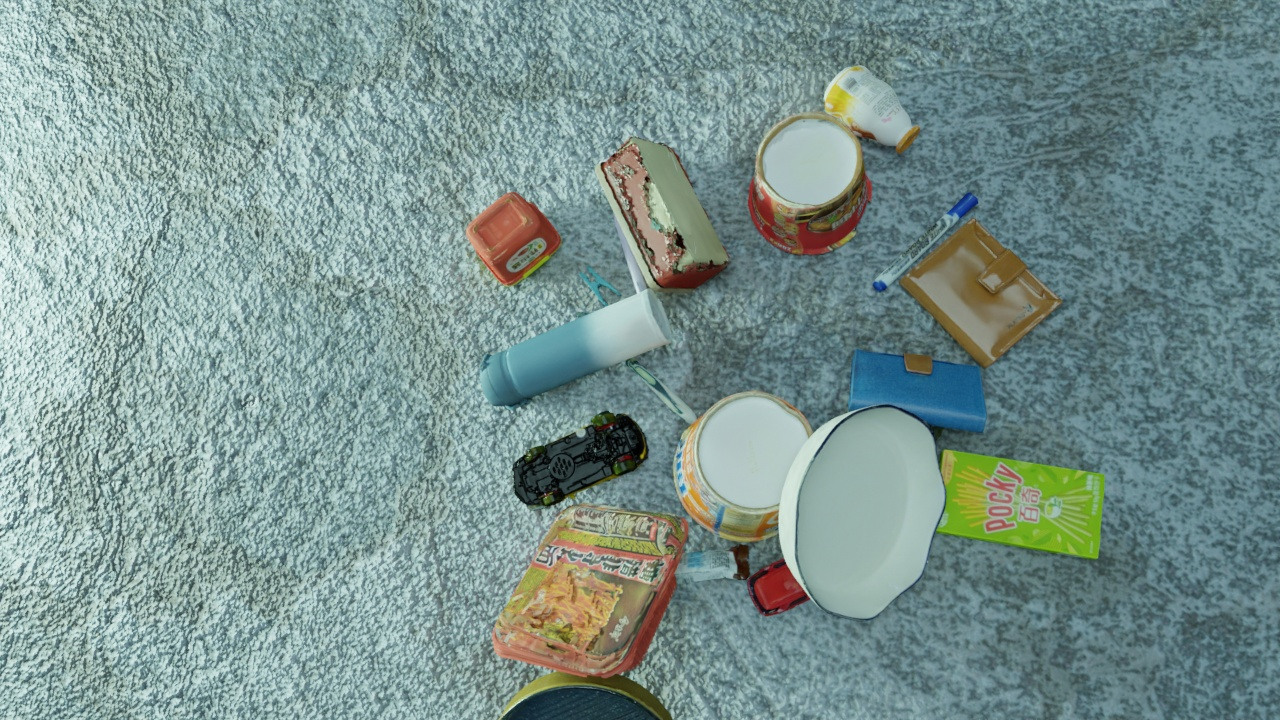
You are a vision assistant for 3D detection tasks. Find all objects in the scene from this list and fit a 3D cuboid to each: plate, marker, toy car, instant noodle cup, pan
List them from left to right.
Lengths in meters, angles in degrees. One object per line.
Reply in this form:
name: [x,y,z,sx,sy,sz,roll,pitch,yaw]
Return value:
pan: [-0.123,0.439,0.906,0.358,0.078,0.198,-29,100,11]
toy car: [-0.068,0.110,1.011,0.156,0.041,0.071,-25,75,3]
instant noodle cup: [-0.042,0.238,0.924,0.165,0.079,0.188,2,45,34]
instant noodle cup: [0.110,0.103,0.930,0.151,0.111,0.151,0,73,0]
toy car: [0.169,0.221,0.942,0.120,0.045,0.053,-27,76,2]
instant noodle cup: [0.180,-0.196,0.993,0.138,0.108,0.137,-2,78,11]
plate: [0.210,0.142,0.878,0.046,0.204,0.204,10,77,55]
marker: [0.310,-0.129,1.002,0.146,0.017,0.017,-43,74,0]

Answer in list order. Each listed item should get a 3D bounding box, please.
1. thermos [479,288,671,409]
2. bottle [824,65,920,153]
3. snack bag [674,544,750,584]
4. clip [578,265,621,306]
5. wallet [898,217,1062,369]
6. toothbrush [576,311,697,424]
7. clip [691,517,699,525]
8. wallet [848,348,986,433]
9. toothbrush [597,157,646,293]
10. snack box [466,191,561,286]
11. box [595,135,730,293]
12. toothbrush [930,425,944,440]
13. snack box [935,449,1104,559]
thermos: [-0.075,-0.009,1.015,0.221,0.070,0.070,-22,75,15]
bottle: [0.258,-0.276,1.018,0.063,0.063,0.108,-45,74,-1]
snack bag: [0.064,0.217,0.969,0.105,0.026,0.045,-10,38,10]
clip: [-0.049,-0.086,1.063,0.041,0.014,0.056,-45,74,-1]
wallet: [0.360,-0.072,0.974,0.108,0.031,0.132,-41,75,2]
toothbrush: [-0.006,0.006,1.033,0.191,0.018,0.016,43,89,17]
clip: [0.077,0.154,0.989,0.024,0.028,0.056,41,79,13]
wallet: [0.282,0.029,0.938,0.133,0.106,0.040,9,121,11]
toothbrush: [-0.017,-0.147,1.068,0.029,0.021,0.189,-28,72,44]
snack box: [-0.151,-0.144,1.060,0.091,0.080,0.082,-40,74,1]
box: [0.029,-0.165,1.013,0.079,0.091,0.168,-36,71,33]
toothbrush: [0.274,0.143,0.954,0.012,0.017,0.185,25,86,-1]
snack box: [0.379,0.145,0.926,0.156,0.026,0.085,9,79,13]
